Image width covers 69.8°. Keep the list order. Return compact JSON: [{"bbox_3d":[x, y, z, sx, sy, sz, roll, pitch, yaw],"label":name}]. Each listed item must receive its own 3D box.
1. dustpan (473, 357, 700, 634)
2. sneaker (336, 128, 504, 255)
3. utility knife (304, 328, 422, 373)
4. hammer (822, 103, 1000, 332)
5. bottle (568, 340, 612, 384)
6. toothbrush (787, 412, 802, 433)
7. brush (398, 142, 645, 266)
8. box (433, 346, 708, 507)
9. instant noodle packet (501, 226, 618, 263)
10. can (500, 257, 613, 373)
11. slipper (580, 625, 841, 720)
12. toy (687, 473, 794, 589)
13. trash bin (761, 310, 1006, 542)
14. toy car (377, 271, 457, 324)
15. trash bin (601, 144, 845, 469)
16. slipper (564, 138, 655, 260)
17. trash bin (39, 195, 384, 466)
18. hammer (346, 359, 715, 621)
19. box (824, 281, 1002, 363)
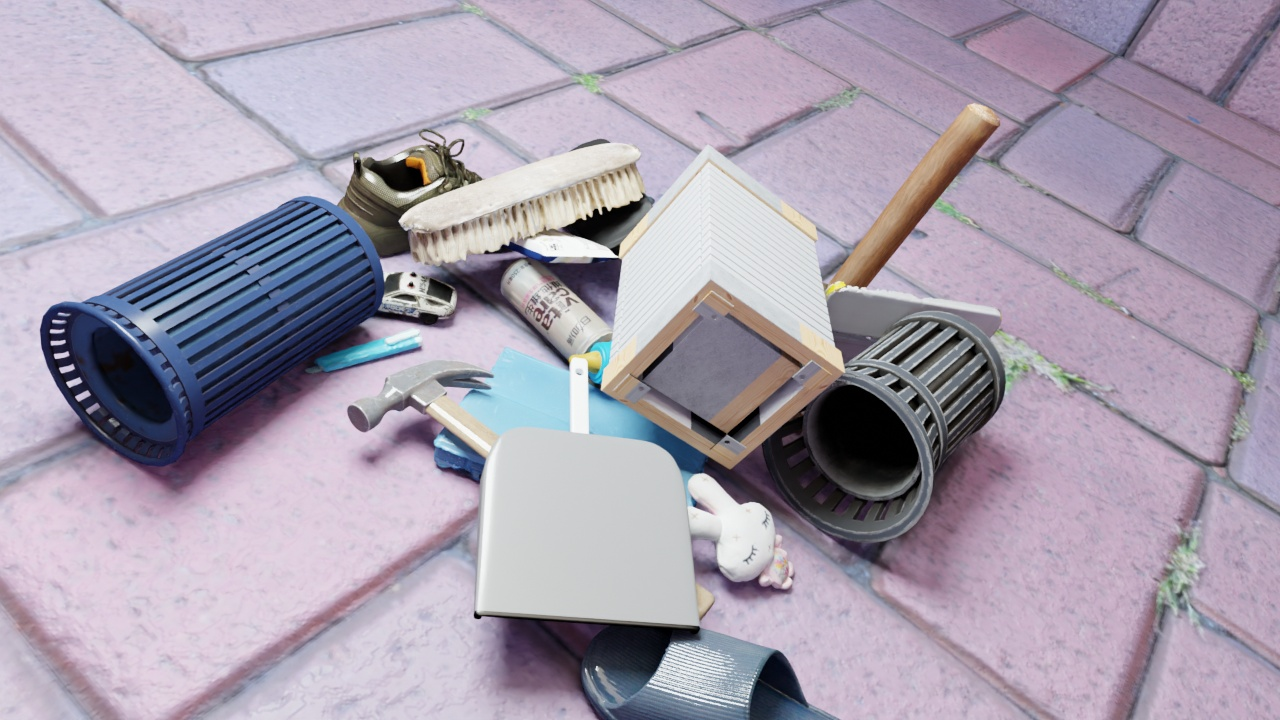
[{"bbox_3d":[-0.045,0.093,0.734,0.163,0.033,0.257,8,50,-14],"label":"dustpan"},{"bbox_3d":[-0.209,-0.199,0.991,0.237,0.143,0.101,-10,48,-31],"label":"sneaker"},{"bbox_3d":[-0.258,-0.009,0.861,0.116,0.016,0.022,-19,50,-34],"label":"utility knife"},{"bbox_3d":[0.289,-0.149,1.015,0.157,0.302,0.037,12,39,-27],"label":"hammer"},{"bbox_3d":[-0.005,0.005,0.902,0.146,0.051,0.051,5,41,-32],"label":"bottle"},{"bbox_3d":[0.143,0.013,0.995,0.016,0.016,0.166,-2,44,-20],"label":"toothbrush"},{"bbox_3d":[-0.115,-0.166,0.950,0.270,0.057,0.083,-25,35,-24],"label":"brush"},{"bbox_3d":[-0.052,0.073,0.843,0.231,0.034,0.174,21,37,1],"label":"box"},{"bbox_3d":[-0.096,-0.124,0.972,0.086,0.026,0.134,-4,19,-36],"label":"instant noodle packet"},{"bbox_3d":[-0.085,-0.049,0.943,0.054,0.054,0.135,-24,56,-39],"label":"can"},{"bbox_3d":[0.087,0.250,0.660,0.263,0.083,0.101,26,38,6],"label":"slipper"},{"bbox_3d":[0.086,0.151,0.784,0.125,0.037,0.075,39,46,-6],"label":"toy"},{"bbox_3d":[0.248,0.049,0.892,0.164,0.165,0.226,39,40,21],"label":"trash bin"},{"bbox_3d":[-0.240,-0.069,0.914,0.112,0.041,0.048,9,41,-12],"label":"toy car"},{"bbox_3d":[0.073,-0.056,0.853,0.142,0.143,0.246,33,33,-20],"label":"trash bin"},{"bbox_3d":[-0.039,-0.176,1.094,0.109,0.083,0.265,-35,39,1],"label":"slipper"},{"bbox_3d":[-0.337,-0.039,0.769,0.139,0.140,0.248,29,39,11],"label":"trash bin"},{"bbox_3d":[-0.080,0.100,0.745,0.331,0.031,0.119,33,42,19],"label":"hammer"},{"bbox_3d":[0.280,-0.030,1.014,0.209,0.130,0.034,9,54,-13],"label":"box"}]
